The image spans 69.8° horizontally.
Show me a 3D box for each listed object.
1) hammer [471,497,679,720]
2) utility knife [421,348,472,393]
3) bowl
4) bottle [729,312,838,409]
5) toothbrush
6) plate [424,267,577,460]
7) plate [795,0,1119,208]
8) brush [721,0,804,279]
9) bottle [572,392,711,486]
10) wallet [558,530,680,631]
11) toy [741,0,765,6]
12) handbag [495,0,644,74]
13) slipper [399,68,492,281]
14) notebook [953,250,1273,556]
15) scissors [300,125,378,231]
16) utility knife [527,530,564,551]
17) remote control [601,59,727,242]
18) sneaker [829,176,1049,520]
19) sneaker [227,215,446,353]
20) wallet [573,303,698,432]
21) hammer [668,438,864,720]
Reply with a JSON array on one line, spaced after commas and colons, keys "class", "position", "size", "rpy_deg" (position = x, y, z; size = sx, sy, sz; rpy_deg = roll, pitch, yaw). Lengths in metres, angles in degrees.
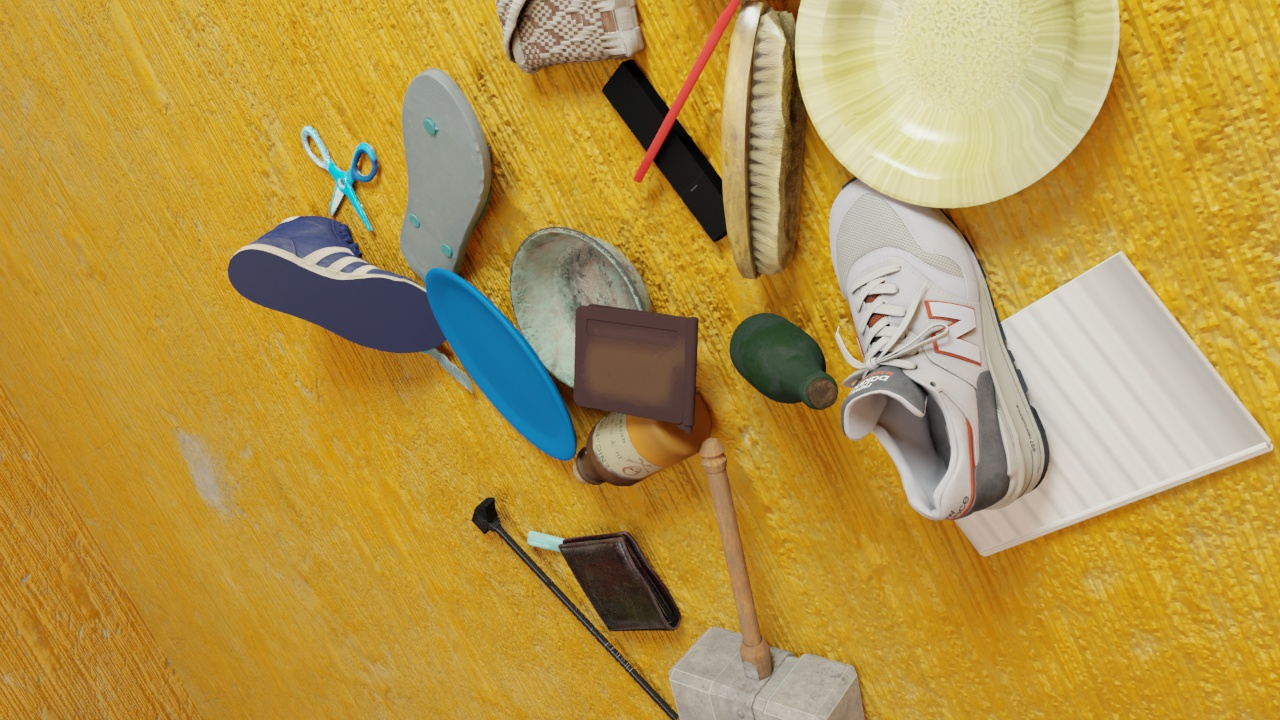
[{"class": "hammer", "position": [-0.072, 0.280, 1.031], "size": [0.325, 0.015, 0.095], "rpy_deg": [45, 152, 8]}, {"class": "utility knife", "position": [-0.260, -0.035, 1.021], "size": [0.221, 0.015, 0.031], "rpy_deg": [41, 136, 20]}, {"class": "bowl", "position": [-0.046, -0.047, 0.811], "size": [0.158, 0.038, 0.158], "rpy_deg": [21, 126, 31]}, {"class": "bottle", "position": [0.102, 0.005, 0.628], "size": [0.055, 0.174, 0.055], "rpy_deg": [-1, 100, -4]}, {"class": "toothbrush", "position": [0.029, -0.194, 0.634], "size": [0.018, 0.012, 0.213], "rpy_deg": [28, 145, -6]}, {"class": "plate", "position": [-0.129, 0.001, 0.884], "size": [0.224, 0.024, 0.225], "rpy_deg": [42, 156, 23]}, {"class": "plate", "position": [0.182, -0.184, 0.536], "size": [0.184, 0.036, 0.185], "rpy_deg": [21, 126, 31]}, {"class": "brush", "position": [0.085, -0.144, 0.627], "size": [0.043, 0.059, 0.196], "rpy_deg": [12, 126, 24]}, {"class": "bottle", "position": [-0.009, 0.077, 0.831], "size": [0.157, 0.067, 0.068], "rpy_deg": [-33, 90, 46]}, {"class": "wallet", "position": [-0.022, 0.231, 0.953], "size": [0.100, 0.031, 0.120], "rpy_deg": [-17, 109, 42]}, {"class": "toy", "position": [0.071, -0.272, 0.572], "size": [0.137, 0.067, 0.106], "rpy_deg": [16, 127, 20]}, {"class": "handbag", "position": [-0.067, -0.309, 0.674], "size": [0.124, 0.046, 0.186], "rpy_deg": [7, 119, 37]}, {"class": "slipper", "position": [-0.174, -0.160, 0.859], "size": [0.098, 0.054, 0.270], "rpy_deg": [41, 145, 12]}, {"class": "notebook", "position": [0.269, 0.041, 0.611], "size": [0.142, 0.009, 0.210], "rpy_deg": [54, 136, 4]}, {"class": "scissors", "position": [-0.316, -0.200, 0.977], "size": [0.140, 0.011, 0.134], "rpy_deg": [-25, 94, 47]}, {"class": "utility knife", "position": [-0.065, 0.205, 0.991], "size": [0.166, 0.015, 0.022], "rpy_deg": [2, 128, 41]}, {"class": "remote control", "position": [0.025, -0.160, 0.702], "size": [0.150, 0.013, 0.035], "rpy_deg": [54, 140, 2]}, {"class": "sneaker", "position": [0.170, -0.002, 0.579], "size": [0.089, 0.124, 0.239], "rpy_deg": [-31, 87, 47]}, {"class": "sneaker", "position": [-0.309, -0.088, 1.001], "size": [0.233, 0.118, 0.092], "rpy_deg": [14, 118, -7]}, {"class": "wallet", "position": [-0.004, 0.004, 0.748], "size": [0.116, 0.018, 0.091], "rpy_deg": [10, 104, 35]}, {"class": "hammer", "position": [0.091, 0.210, 0.810], "size": [0.163, 0.082, 0.318], "rpy_deg": [4, 116, 39]}]
